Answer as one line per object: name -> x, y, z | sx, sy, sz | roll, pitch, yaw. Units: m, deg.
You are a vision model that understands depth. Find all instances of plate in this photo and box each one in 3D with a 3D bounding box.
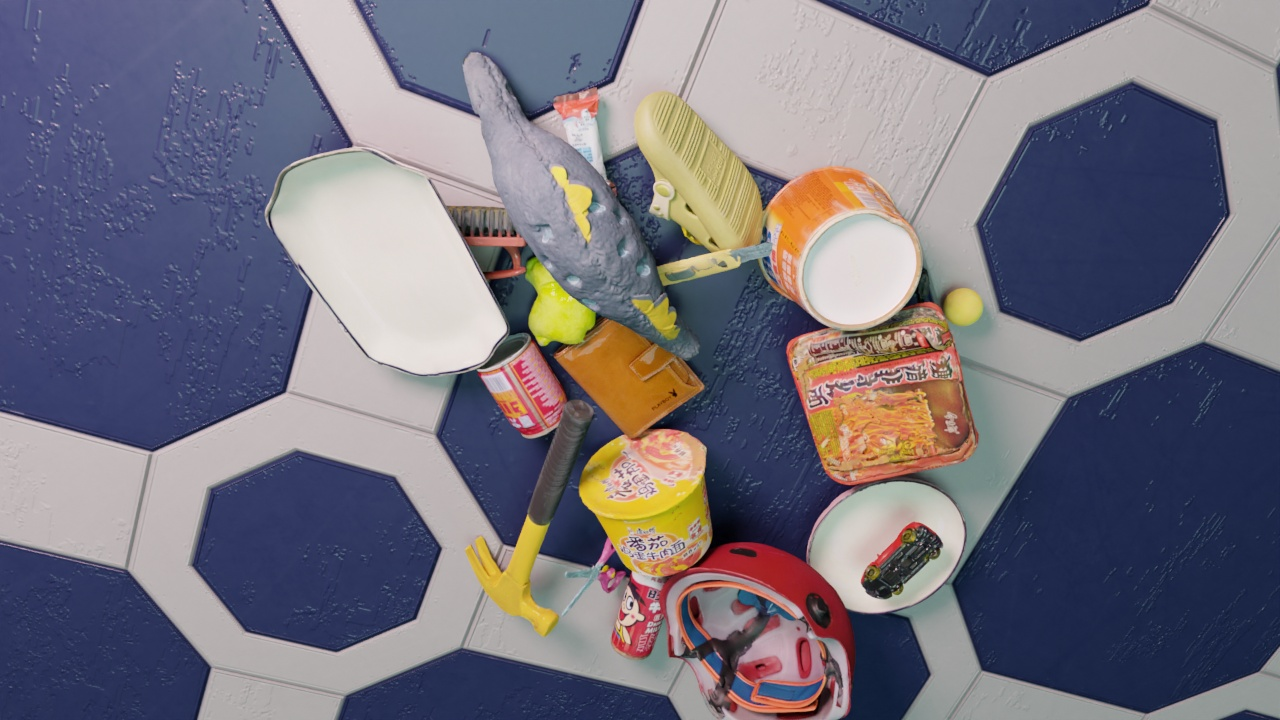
plate -> 0.289, 0.215, 1.095 | 0.192, 0.039, 0.193 | -2, 115, -5
plate -> -0.225, -0.087, 0.848 | 0.162, 0.034, 0.266 | -12, 134, 14

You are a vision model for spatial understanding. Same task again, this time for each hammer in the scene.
hammer -> -0.108, 0.165, 0.980 | 0.129, 0.032, 0.302 | 32, 124, 15

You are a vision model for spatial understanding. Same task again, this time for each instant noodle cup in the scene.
instant noodle cup -> 0.198, -0.104, 0.900 | 0.151, 0.111, 0.151 | -2, 114, -5
instant noodle cup -> 0.256, 0.032, 0.968 | 0.165, 0.079, 0.189 | -14, 110, 19
instant noodle cup -> 0.015, 0.159, 0.995 | 0.138, 0.138, 0.110 | -17, 123, 2

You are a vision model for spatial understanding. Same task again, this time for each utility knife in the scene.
utility knife -> 0.048, -0.092, 0.895 | 0.191, 0.020, 0.031 | -15, 143, 34

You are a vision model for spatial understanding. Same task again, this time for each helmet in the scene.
helmet -> 0.141, 0.295, 1.057 | 0.208, 0.143, 0.240 | -24, 104, 36

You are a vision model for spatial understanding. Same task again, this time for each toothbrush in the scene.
toothbrush -> 0.306, -0.011, 1.007 | 0.014, 0.016, 0.190 | -3, 116, 4

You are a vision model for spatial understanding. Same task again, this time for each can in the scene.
can -> 0.006, 0.288, 1.091 | 0.053, 0.053, 0.133 | 12, 113, -11
can -> -0.120, 0.027, 0.952 | 0.066, 0.066, 0.094 | -27, 114, 6

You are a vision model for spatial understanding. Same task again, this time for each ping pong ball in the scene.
ping pong ball -> 0.343, -0.057, 0.975 | 0.040, 0.040, 0.040 | -2, 115, -5

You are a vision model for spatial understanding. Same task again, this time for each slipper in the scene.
slipper -> 0.046, -0.171, 0.880 | 0.082, 0.091, 0.190 | -10, 135, 43

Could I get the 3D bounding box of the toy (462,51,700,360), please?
toy -> -0.057, -0.126, 0.838 | 0.091, 0.137, 0.356 | -34, 102, 14

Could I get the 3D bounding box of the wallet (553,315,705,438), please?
wallet -> -0.006, 0.006, 0.975 | 0.119, 0.035, 0.130 | -34, 113, 17

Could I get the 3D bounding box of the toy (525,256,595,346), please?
toy -> -0.078, -0.064, 0.927 | 0.097, 0.031, 0.100 | -30, 98, 14

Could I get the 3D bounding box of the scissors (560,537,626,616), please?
scissors -> -0.047, 0.235, 1.047 | 0.133, 0.017, 0.130 | 22, 93, -60

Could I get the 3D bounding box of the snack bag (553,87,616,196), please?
snack bag -> -0.052, -0.203, 0.875 | 0.048, 0.026, 0.104 | -5, 117, 18

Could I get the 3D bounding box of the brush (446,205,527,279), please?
brush -> -0.182, -0.114, 0.883 | 0.146, 0.063, 0.069 | 1, 101, -5

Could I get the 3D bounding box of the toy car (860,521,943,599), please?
toy car -> 0.299, 0.233, 1.063 | 0.049, 0.031, 0.106 | 34, 105, -18
